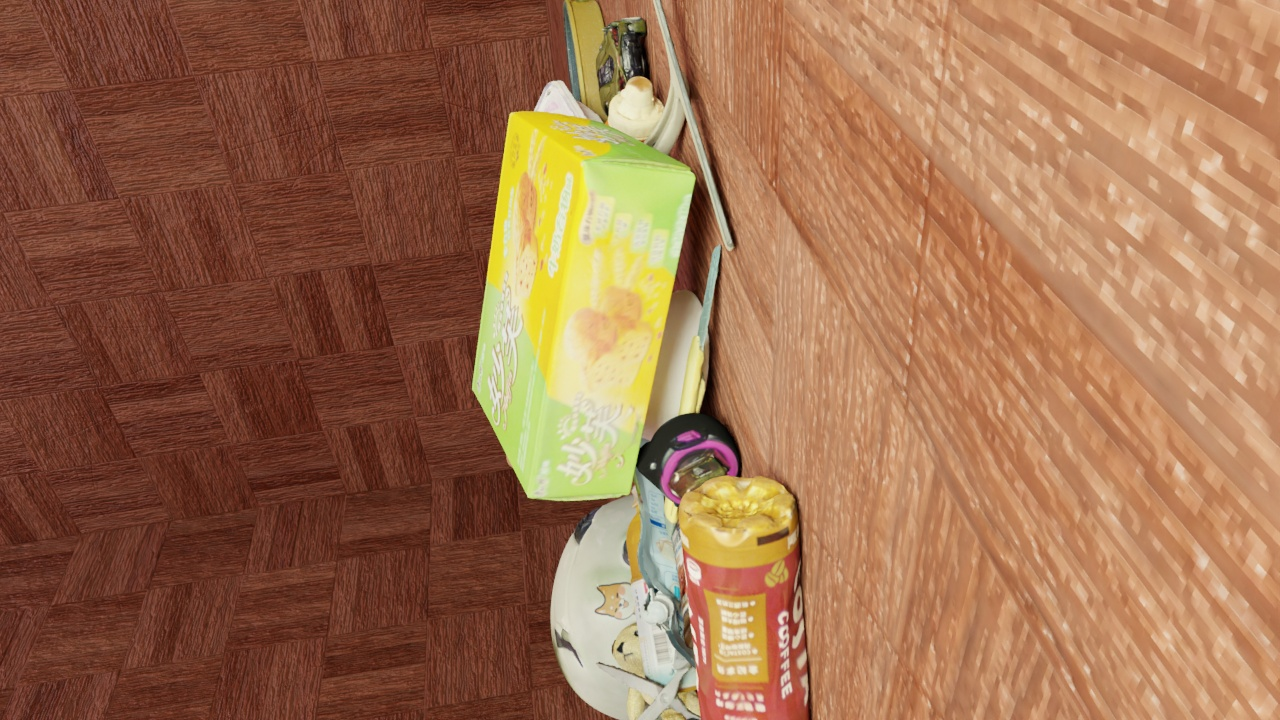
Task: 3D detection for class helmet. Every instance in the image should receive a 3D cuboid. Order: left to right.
[{"bbox_3d":[-0.026,0.284,1.056,0.230,0.157,0.273,91,170,-60],"label":"helmet"}]

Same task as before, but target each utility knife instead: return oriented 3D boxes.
[{"bbox_3d":[0.031,0.023,0.594,0.031,0.022,0.216,-107,17,-59],"label":"utility knife"}]

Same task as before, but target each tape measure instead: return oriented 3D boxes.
[{"bbox_3d":[0.033,0.064,0.577,0.057,0.058,0.039,48,-171,-29],"label":"tape measure"}]

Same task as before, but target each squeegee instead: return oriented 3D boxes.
[{"bbox_3d":[-0.001,-0.138,0.629,0.247,0.039,0.246,130,128,-64],"label":"squeegee"}]

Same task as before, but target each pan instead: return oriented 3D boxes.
[{"bbox_3d":[-0.089,-0.405,1.086,0.197,0.078,0.357,-119,21,-75],"label":"pan"}]

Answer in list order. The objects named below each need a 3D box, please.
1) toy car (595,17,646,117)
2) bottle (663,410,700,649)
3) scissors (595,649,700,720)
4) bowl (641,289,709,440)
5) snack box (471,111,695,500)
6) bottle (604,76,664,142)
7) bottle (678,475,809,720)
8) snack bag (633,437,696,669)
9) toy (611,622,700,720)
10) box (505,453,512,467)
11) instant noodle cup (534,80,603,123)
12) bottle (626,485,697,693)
[{"bbox_3d":[-0.015,-0.231,0.760,0.158,0.042,0.070,-130,33,-86],"label":"toy car"},{"bbox_3d":[0.039,0.108,0.678,0.080,0.044,0.194,100,163,-59],"label":"bottle"},{"bbox_3d":[0.023,0.282,0.781,0.180,0.014,0.159,14,91,44],"label":"scissors"},{"bbox_3d":[-0.004,0.004,0.659,0.118,0.064,0.118,-175,90,-70],"label":"bowl"},{"bbox_3d":[-0.046,-0.039,0.585,0.157,0.070,0.210,-133,50,-57],"label":"snack box"},{"bbox_3d":[-0.008,-0.155,0.714,0.150,0.066,0.066,100,163,-53],"label":"bottle"},{"bbox_3d":[0.055,0.147,0.466,0.057,0.057,0.175,-111,14,-70],"label":"bottle"},{"bbox_3d":[0.025,0.152,0.745,0.190,0.039,0.110,-96,-19,-45],"label":"snack bag"},{"bbox_3d":[0.024,0.319,0.882,0.066,0.105,0.157,25,-160,-49],"label":"toy"},{"bbox_3d":[-0.062,0.013,0.916,0.152,0.174,0.182,-124,26,-77],"label":"box"},{"bbox_3d":[-0.069,-0.200,0.990,0.138,0.060,0.173,-57,48,36],"label":"instant noodle cup"},{"bbox_3d":[0.025,0.207,0.848,0.068,0.068,0.189,97,164,-72],"label":"bottle"}]
